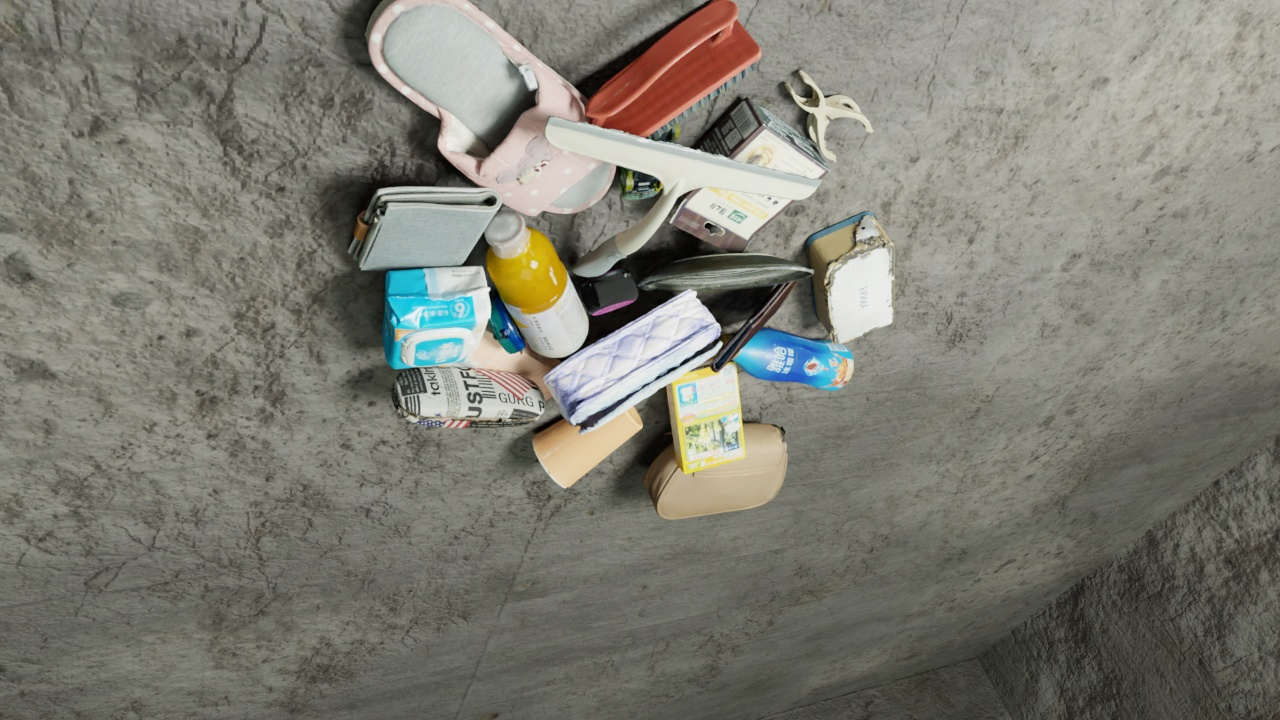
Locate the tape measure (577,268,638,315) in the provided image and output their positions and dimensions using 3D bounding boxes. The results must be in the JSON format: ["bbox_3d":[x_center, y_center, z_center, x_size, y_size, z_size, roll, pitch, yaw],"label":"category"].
[{"bbox_3d":[-0.033,-0.072,0.937,0.057,0.039,0.058,-20,179,-21],"label":"tape measure"}]

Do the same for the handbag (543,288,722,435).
[{"bbox_3d":[-0.006,0.006,0.996,0.194,0.075,0.134,-31,171,-3],"label":"handbag"}]

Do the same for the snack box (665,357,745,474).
[{"bbox_3d":[0.082,0.068,1.159,0.087,0.034,0.140,-14,112,-13],"label":"snack box"}]

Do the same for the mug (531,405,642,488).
[{"bbox_3d":[-0.062,0.093,1.132,0.123,0.078,0.078,-34,145,9],"label":"mug"}]

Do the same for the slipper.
[{"bbox_3d":[-0.103,-0.189,0.730,0.114,0.054,0.274,-33,147,14],"label":"slipper"}]

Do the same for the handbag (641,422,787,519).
[{"bbox_3d":[0.106,0.147,1.289,0.204,0.099,0.148,-2,133,-29],"label":"handbag"}]

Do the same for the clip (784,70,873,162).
[{"bbox_3d":[0.166,-0.223,0.862,0.103,0.035,0.093,6,136,-29],"label":"clip"}]

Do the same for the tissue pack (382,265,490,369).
[{"bbox_3d":[-0.192,-0.037,0.854,0.090,0.063,0.140,-6,162,-19],"label":"tissue pack"}]

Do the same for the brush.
[{"bbox_3d":[0.020,-0.224,0.728,0.146,0.063,0.069,-35,163,4],"label":"brush"}]

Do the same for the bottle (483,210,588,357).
[{"bbox_3d":[-0.101,-0.071,0.877,0.068,0.068,0.190,-23,149,-1],"label":"bottle"}]

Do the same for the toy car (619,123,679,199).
[{"bbox_3d":[0.004,-0.184,0.816,0.043,0.036,0.091,-7,144,-21],"label":"toy car"}]

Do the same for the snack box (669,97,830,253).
[{"bbox_3d":[0.098,-0.171,0.874,0.126,0.053,0.113,-39,144,28],"label":"snack box"}]

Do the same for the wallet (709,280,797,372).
[{"bbox_3d":[0.131,-0.046,1.031,0.122,0.020,0.097,-46,172,-40],"label":"wallet"}]

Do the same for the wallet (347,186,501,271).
[{"bbox_3d":[-0.189,-0.113,0.781,0.106,0.037,0.130,-1,163,-27],"label":"wallet"}]

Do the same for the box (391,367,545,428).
[{"bbox_3d":[-0.173,0.035,0.945,0.164,0.071,0.057,1,116,-35],"label":"box"}]

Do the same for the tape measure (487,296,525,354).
[{"bbox_3d":[-0.139,-0.036,0.922,0.025,0.054,0.058,-24,161,-2],"label":"tape measure"}]

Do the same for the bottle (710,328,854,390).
[{"bbox_3d":[0.175,-0.004,1.142,0.218,0.065,0.065,8,136,-38],"label":"bottle"}]

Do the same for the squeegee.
[{"bbox_3d":[-0.011,-0.114,0.822,0.246,0.039,0.247,7,160,-26],"label":"squeegee"}]

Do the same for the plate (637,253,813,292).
[{"bbox_3d":[0.086,-0.091,0.941,0.179,0.024,0.179,-5,178,0],"label":"plate"}]

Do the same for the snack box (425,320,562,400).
[{"bbox_3d":[-0.152,0.010,1.004,0.085,0.026,0.157,-34,145,16],"label":"snack box"}]

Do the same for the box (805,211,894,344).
[{"bbox_3d":[0.249,-0.088,1.077,0.090,0.059,0.184,-22,148,-1],"label":"box"}]
